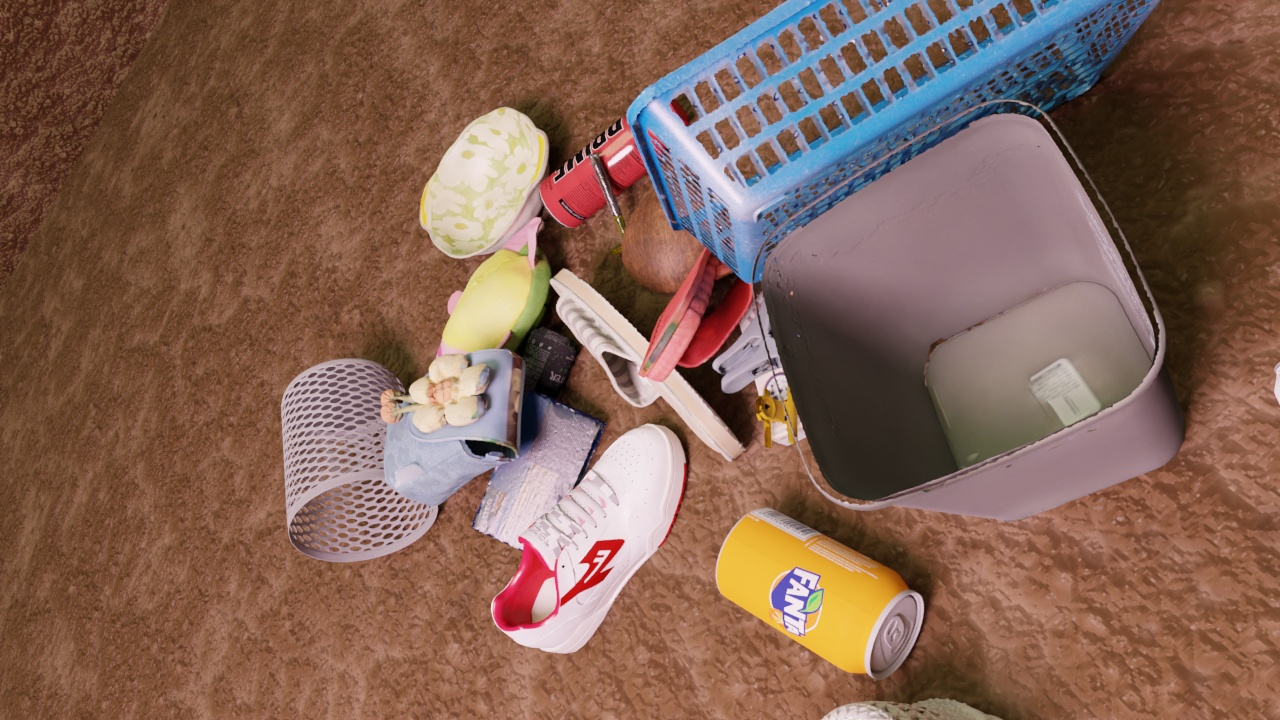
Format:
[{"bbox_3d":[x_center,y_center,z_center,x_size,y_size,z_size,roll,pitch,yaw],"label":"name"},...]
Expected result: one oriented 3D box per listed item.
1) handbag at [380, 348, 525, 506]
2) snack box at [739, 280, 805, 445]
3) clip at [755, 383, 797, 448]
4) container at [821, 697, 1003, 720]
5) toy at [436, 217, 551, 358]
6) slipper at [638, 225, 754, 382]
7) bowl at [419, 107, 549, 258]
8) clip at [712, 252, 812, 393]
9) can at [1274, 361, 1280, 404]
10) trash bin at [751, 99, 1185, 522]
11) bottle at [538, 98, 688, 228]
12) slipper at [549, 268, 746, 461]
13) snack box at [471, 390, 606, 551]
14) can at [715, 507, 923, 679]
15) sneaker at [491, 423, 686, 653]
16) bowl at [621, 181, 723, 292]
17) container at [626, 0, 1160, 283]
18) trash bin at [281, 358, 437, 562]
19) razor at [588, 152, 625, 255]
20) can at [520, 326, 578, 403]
[{"bbox_3d":[-0.195,0.061,0.900,0.192,0.118,0.121,-27,50,39],"label":"handbag"},{"bbox_3d":[0.133,-0.011,0.786,0.082,0.026,0.149,-30,57,30],"label":"snack box"},{"bbox_3d":[0.109,0.042,0.744,0.046,0.048,0.054,110,164,-71],"label":"clip"},{"bbox_3d":[0.146,0.331,0.568,0.252,0.143,0.184,-55,34,10],"label":"container"},{"bbox_3d":[-0.159,-0.048,1.005,0.190,0.087,0.238,31,96,54],"label":"toy"},{"bbox_3d":[0.056,-0.042,0.774,0.104,0.059,0.248,-57,2,28],"label":"slipper"},{"bbox_3d":[-0.171,-0.202,1.093,0.220,0.060,0.188,-12,67,38],"label":"bowl"},{"bbox_3d":[0.144,-0.018,0.740,0.173,0.030,0.164,-57,45,11],"label":"clip"},{"bbox_3d":[0.404,0.043,0.517,0.055,0.055,0.101,-26,59,31],"label":"can"},{"bbox_3d":[0.221,-0.002,0.577,0.198,0.220,0.197,-30,57,29],"label":"trash bin"},{"bbox_3d":[-0.026,-0.212,0.972,0.177,0.062,0.062,-33,55,27],"label":"bottle"},{"bbox_3d":[-0.005,0.005,0.847,0.054,0.114,0.272,-42,51,-7],"label":"slipper"},{"bbox_3d":[-0.102,0.113,0.912,0.082,0.027,0.150,24,89,10],"label":"snack box"},{"bbox_3d":[0.130,0.171,0.685,0.143,0.079,0.079,23,89,43],"label":"can"},{"bbox_3d":[-0.054,0.156,0.829,0.090,0.104,0.237,41,101,41],"label":"sneaker"},{"bbox_3d":[0.026,-0.125,0.899,0.102,0.026,0.114,34,95,24],"label":"bowl"},{"bbox_3d":[0.182,-0.183,0.621,0.362,0.257,0.089,-30,79,4],"label":"container"},{"bbox_3d":[-0.327,0.108,1.046,0.157,0.156,0.183,-41,49,21],"label":"trash bin"},{"bbox_3d":[-0.029,-0.164,0.946,0.043,0.026,0.106,-14,104,38],"label":"razor"},{"bbox_3d":[-0.113,0.034,0.958,0.054,0.054,0.137,24,90,43],"label":"can"}]
